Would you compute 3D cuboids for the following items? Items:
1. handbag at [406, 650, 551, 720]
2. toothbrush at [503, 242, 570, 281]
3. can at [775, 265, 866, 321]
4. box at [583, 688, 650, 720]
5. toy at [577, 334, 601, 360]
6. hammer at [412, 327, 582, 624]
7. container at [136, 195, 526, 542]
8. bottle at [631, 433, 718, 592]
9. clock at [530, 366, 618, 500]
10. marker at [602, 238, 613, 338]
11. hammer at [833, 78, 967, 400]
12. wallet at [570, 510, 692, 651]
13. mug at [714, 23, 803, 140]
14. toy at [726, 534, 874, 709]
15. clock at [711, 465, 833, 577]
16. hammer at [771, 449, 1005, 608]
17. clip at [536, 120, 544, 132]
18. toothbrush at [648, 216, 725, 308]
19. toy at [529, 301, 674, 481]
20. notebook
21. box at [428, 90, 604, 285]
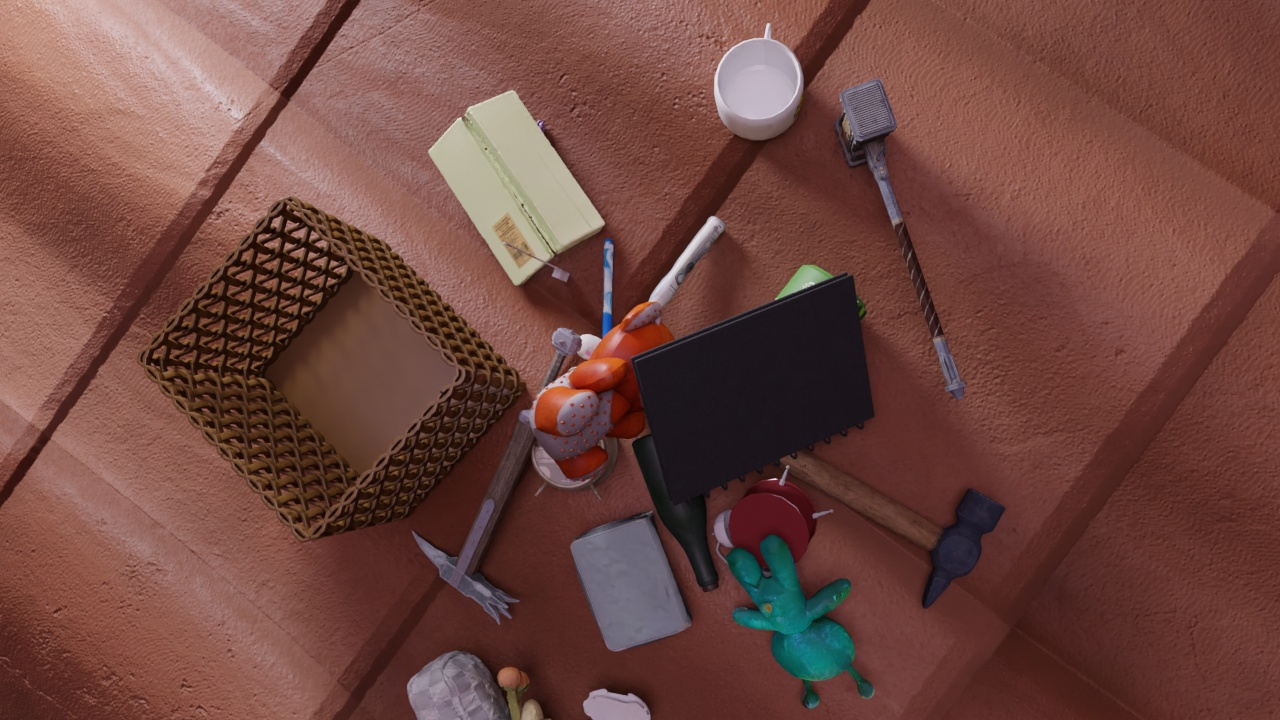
[{"bbox_3d":[-0.158,0.377,0.949,0.123,0.112,0.171,-33,80,6],"label":"handbag"},{"bbox_3d":[-0.106,-0.099,0.941,0.010,0.181,0.010,21,92,15],"label":"toothbrush"},{"bbox_3d":[0.158,-0.020,0.944,0.083,0.083,0.144,38,92,9],"label":"can"},{"bbox_3d":[-0.039,0.411,0.947,0.081,0.091,0.160,19,96,13],"label":"box"},{"bbox_3d":[-0.006,0.006,0.988,0.125,0.037,0.076,-3,80,-11],"label":"toy"},{"bbox_3d":[-0.139,0.106,0.968,0.147,0.028,0.317,31,105,20],"label":"hammer"},{"bbox_3d":[-0.300,0.014,0.944,0.251,0.214,0.219,44,93,9],"label":"container"},{"bbox_3d":[0.045,0.158,0.963,0.055,0.055,0.174,-21,84,6],"label":"bottle"},{"bbox_3d":[-0.073,0.077,0.987,0.093,0.054,0.141,2,88,10],"label":"clock"},{"bbox_3d":[-0.036,-0.065,1.013,0.013,0.013,0.141,0,86,8],"label":"marker"},{"bbox_3d":[0.269,-0.115,0.927,0.044,0.098,0.322,-18,83,7],"label":"hammer"},{"bbox_3d":[-0.009,0.232,0.968,0.100,0.054,0.131,-20,85,16],"label":"wallet"},{"bbox_3d":[0.128,-0.297,0.977,0.094,0.068,0.115,10,87,9],"label":"mug"},{"bbox_3d":[0.154,0.263,0.917,0.131,0.072,0.193,-26,102,28],"label":"toy"},{"bbox_3d":[0.129,0.174,0.944,0.087,0.044,0.125,45,118,6],"label":"clock"},{"bbox_3d":[0.198,0.127,0.953,0.322,0.040,0.129,29,94,10],"label":"hammer"},{"bbox_3d":[-0.119,-0.243,1.040,0.051,0.014,0.045,-40,81,6],"label":"clip"},{"bbox_3d":[0.030,-0.079,0.982,0.024,0.022,0.185,28,76,39],"label":"toothbrush"},{"bbox_3d":[-0.025,0.032,0.900,0.093,0.164,0.172,37,71,25],"label":"toy"},{"bbox_3d":[0.117,0.032,0.887,0.231,0.019,0.169,-22,116,-14],"label":"notebook"},{"bbox_3d":[-0.140,-0.192,1.010,0.133,0.061,0.188,-33,88,7],"label":"box"}]
